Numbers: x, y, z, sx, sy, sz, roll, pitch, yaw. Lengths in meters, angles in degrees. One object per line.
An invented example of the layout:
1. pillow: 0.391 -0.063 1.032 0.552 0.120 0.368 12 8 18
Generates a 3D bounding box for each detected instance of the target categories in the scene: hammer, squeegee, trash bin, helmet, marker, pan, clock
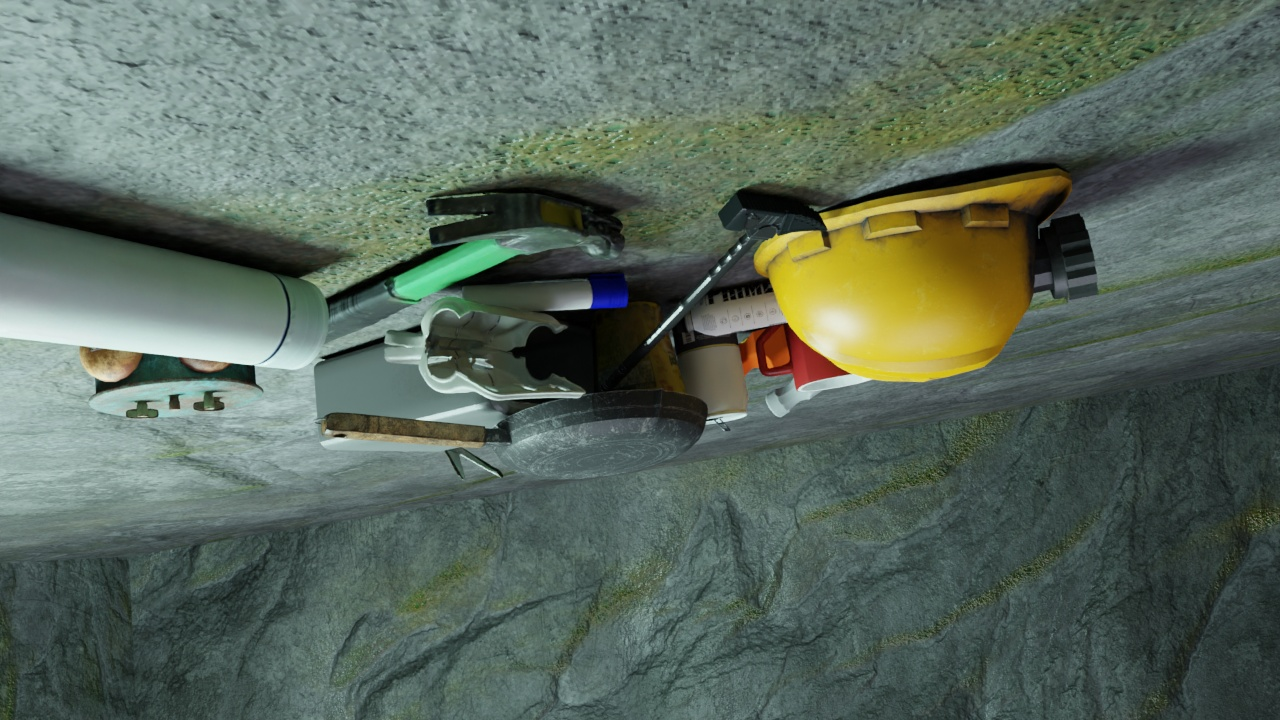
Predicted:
1. hammer: 0.247 0.001 1.106 0.127 0.029 0.322 -36 172 22
2. squeegee: 0.155 -0.013 1.058 0.185 0.055 0.250 -14 148 10
3. trash bin: -0.173 0.028 0.904 0.220 0.097 0.191 -14 168 28
4. hammer: -0.171 -0.053 0.668 0.320 0.032 0.130 -17 167 37
5. hammer: 0.021 -0.023 0.756 0.094 0.015 0.326 0 148 -38
6. helmet: 0.228 -0.050 0.747 0.256 0.131 0.205 -12 169 19
7. marker: -0.077 -0.054 0.750 0.133 0.027 0.023 -4 168 -15
8. pan: -0.100 0.069 0.798 0.356 0.040 0.208 3 158 -33
9. clock: -0.358 0.005 0.701 0.121 0.073 0.158 -6 168 -16

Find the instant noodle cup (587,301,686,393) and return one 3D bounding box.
1. instant noodle cup: -0.005 0.005 0.883 0.102 0.108 0.102 -9 169 -2

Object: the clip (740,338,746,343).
1. clip: 0.143 -0.012 1.132 0.048 0.046 0.054 17 165 -3

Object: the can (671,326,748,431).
1. can: 0.071 0.010 0.921 0.064 0.127 0.064 -9 169 -2

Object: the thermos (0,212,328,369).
1. thermos: -0.298 -0.037 0.557 0.068 0.068 0.229 -15 168 27

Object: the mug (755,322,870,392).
1. mug: 0.173 -0.022 0.920 0.116 0.096 0.080 -9 169 2

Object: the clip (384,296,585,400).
1. clip: -0.123 -0.016 0.703 0.151 0.110 0.126 28 -171 27

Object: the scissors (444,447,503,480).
1. scissors: -0.241 0.079 1.079 0.199 0.015 0.179 29 -167 -2

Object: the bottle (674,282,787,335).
1. bottle: 0.089 -0.047 0.874 0.116 0.041 0.041 -11 169 8
